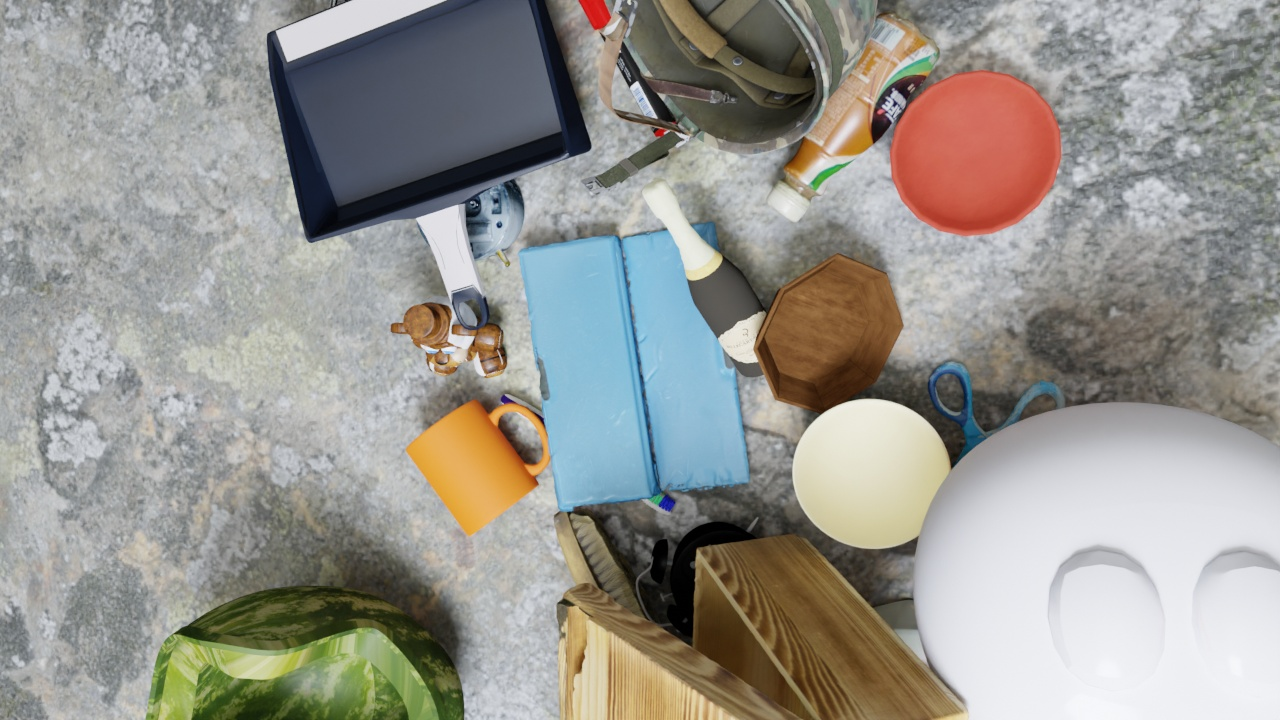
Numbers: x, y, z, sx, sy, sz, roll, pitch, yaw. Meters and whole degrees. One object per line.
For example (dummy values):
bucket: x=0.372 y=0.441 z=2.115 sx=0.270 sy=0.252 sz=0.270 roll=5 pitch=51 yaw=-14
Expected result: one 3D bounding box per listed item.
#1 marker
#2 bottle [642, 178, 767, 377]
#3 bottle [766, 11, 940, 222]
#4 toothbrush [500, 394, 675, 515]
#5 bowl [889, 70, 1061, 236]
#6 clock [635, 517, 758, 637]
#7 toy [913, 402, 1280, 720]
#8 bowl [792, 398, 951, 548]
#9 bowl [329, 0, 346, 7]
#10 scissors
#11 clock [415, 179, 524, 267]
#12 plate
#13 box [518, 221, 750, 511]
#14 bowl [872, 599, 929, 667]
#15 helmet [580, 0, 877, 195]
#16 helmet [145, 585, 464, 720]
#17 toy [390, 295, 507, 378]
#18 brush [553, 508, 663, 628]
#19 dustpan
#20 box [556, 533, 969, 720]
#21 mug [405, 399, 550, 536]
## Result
marker: x=-0.012 y=-0.250 z=0.765 sx=0.023 sy=0.021 sz=0.145 roll=-28 pitch=91 yaw=8
bottle: x=0.055 y=-0.065 z=0.718 sx=0.045 sy=0.045 sz=0.184 roll=-27 pitch=122 yaw=16
bottle: x=0.159 y=-0.184 z=0.713 sx=0.059 sy=0.059 sz=0.167 roll=37 pitch=105 yaw=6
toothbrush: x=-0.048 y=0.082 z=0.826 sx=0.187 sy=0.015 sz=0.016 roll=34 pitch=103 yaw=8
bowl: x=0.255 y=-0.157 z=0.706 sx=0.122 sy=0.035 sz=0.122 roll=2 pitch=98 yaw=13
clock: x=0.056 y=0.186 z=0.786 sx=0.120 sy=0.042 sz=0.091 roll=-23 pitch=99 yaw=-1
toy: x=0.319 y=0.165 z=0.616 sx=0.263 sy=0.280 sz=0.265 roll=-2 pitch=77 yaw=13
bowl: x=0.185 y=0.083 z=0.738 sx=0.118 sy=0.074 sz=0.118 roll=2 pitch=98 yaw=13
bowl: x=-0.194 y=-0.286 z=0.781 sx=0.120 sy=0.066 sz=0.120 roll=2 pitch=98 yaw=13
scissors: x=0.271 y=0.059 z=0.747 sx=0.127 sy=0.012 sz=0.137 roll=35 pitch=106 yaw=6
clock: x=-0.148 y=-0.145 z=0.798 sx=0.090 sy=0.052 sz=0.129 roll=1 pitch=99 yaw=14
plate: x=0.145 y=-0.022 z=0.730 sx=0.131 sy=0.025 sz=0.131 roll=-8 pitch=114 yaw=-19
box: x=-0.005 y=0.005 z=0.790 sx=0.175 sy=0.033 sz=0.231 roll=-9 pitch=92 yaw=9
bowl: x=0.225 y=0.265 z=0.762 sx=0.117 sy=0.061 sz=0.117 roll=2 pitch=98 yaw=13
helmet: x=0.045 y=-0.245 z=0.659 sx=0.224 sy=0.193 sz=0.235 roll=28 pitch=67 yaw=16
helmet: x=-0.288 y=0.307 z=0.803 sx=0.244 sy=0.246 sz=0.213 roll=-4 pitch=78 yaw=52
toy: x=-0.166 y=-0.021 z=0.793 sx=0.087 sy=0.112 sz=0.067 roll=2 pitch=87 yaw=14
brush: x=-0.019 y=0.216 z=0.816 sx=0.043 sy=0.059 sz=0.195 roll=-29 pitch=88 yaw=4
dustpan: x=-0.165 y=-0.161 z=0.727 sx=0.237 sy=0.080 sz=0.273 roll=-15 pitch=105 yaw=14
box: x=0.070 y=0.317 z=0.652 sx=0.220 sy=0.258 sz=0.279 roll=-4 pitch=109 yaw=-19
mug: x=-0.136 y=0.085 z=0.819 sx=0.112 sy=0.077 sz=0.096 roll=-37 pitch=88 yaw=3
